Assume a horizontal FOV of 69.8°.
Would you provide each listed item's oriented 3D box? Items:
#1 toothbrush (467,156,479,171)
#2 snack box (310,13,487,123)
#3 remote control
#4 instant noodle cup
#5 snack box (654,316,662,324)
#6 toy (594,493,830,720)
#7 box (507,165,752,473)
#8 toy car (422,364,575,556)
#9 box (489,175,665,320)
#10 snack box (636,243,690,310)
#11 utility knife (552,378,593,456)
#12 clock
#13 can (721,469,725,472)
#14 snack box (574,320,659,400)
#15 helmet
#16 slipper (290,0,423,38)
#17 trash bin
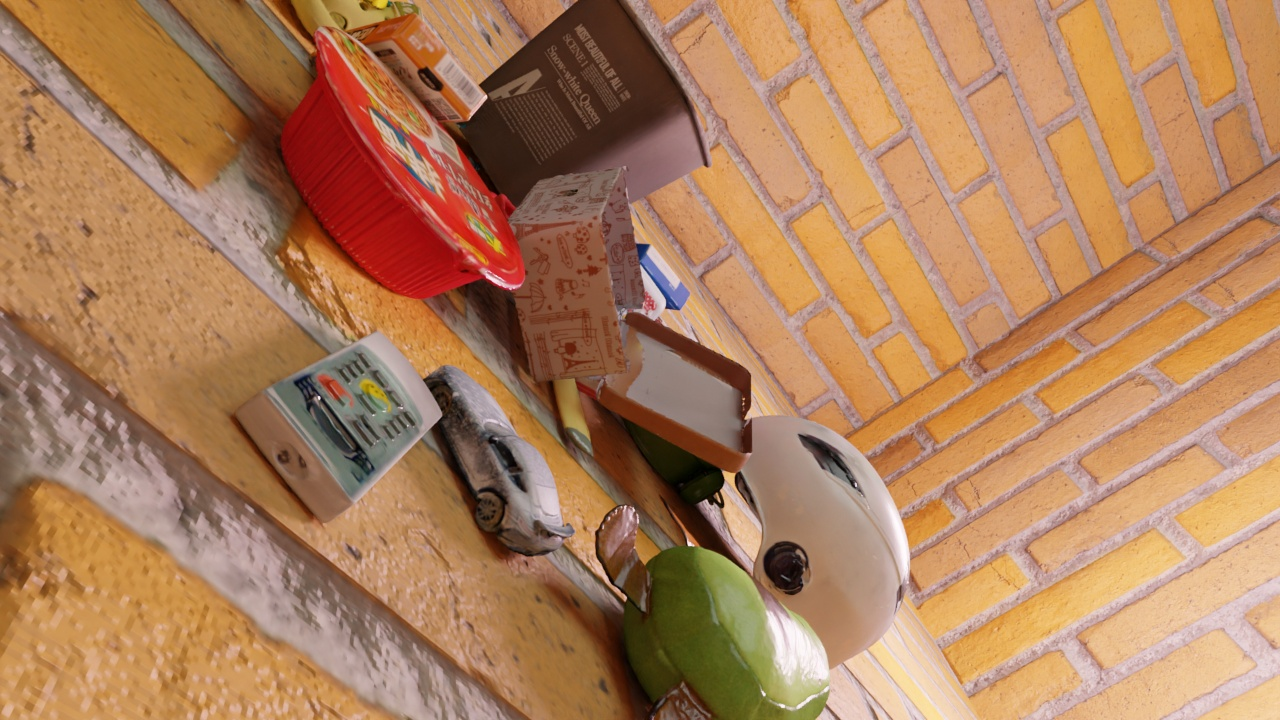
[{"bbox_3d":[-0.170,-0.171,0.871,0.016,0.014,0.189,51,11,-19],"label":"toothbrush"},{"bbox_3d":[-0.180,-0.208,0.670,0.154,0.026,0.075,15,-27,49],"label":"snack box"},{"bbox_3d":[-0.125,0.023,0.405,0.056,0.019,0.135,54,9,-7],"label":"remote control"},{"bbox_3d":[-0.154,-0.109,0.576,0.194,0.066,0.193,53,11,-15],"label":"instant noodle cup"},{"bbox_3d":[0.020,-0.002,1.104,0.207,0.057,0.058,53,13,-16],"label":"snack box"},{"bbox_3d":[0.052,0.177,0.554,0.246,0.090,0.226,36,28,-56],"label":"toy"},{"bbox_3d":[-0.011,-0.030,0.763,0.272,0.131,0.178,52,19,-16],"label":"box"},{"bbox_3d":[-0.078,0.052,0.499,0.120,0.037,0.054,56,9,21],"label":"toy car"},{"bbox_3d":[-0.060,-0.099,0.902,0.201,0.102,0.095,48,13,-42],"label":"box"},{"bbox_3d":[-0.030,-0.094,0.993,0.157,0.026,0.084,10,-28,43],"label":"snack box"},{"bbox_3d":[-0.061,0.014,0.753,0.031,0.020,0.195,42,19,-30],"label":"utility knife"},{"bbox_3d":[0.040,0.082,0.921,0.161,0.056,0.116,53,10,-13],"label":"clock"},{"bbox_3d":[0.049,0.062,1.023,0.147,0.058,0.058,54,10,-9],"label":"can"},{"bbox_3d":[-0.005,0.005,0.845,0.075,0.025,0.152,29,24,7],"label":"snack box"},{"bbox_3d":[0.174,0.161,0.877,0.229,0.146,0.259,-74,147,-80],"label":"helmet"},{"bbox_3d":[-0.221,-0.279,0.784,0.190,0.081,0.091,48,9,-50],"label":"slipper"},{"bbox_3d":[-0.066,-0.257,1.009,0.199,0.220,0.198,58,3,15],"label":"trash bin"}]
